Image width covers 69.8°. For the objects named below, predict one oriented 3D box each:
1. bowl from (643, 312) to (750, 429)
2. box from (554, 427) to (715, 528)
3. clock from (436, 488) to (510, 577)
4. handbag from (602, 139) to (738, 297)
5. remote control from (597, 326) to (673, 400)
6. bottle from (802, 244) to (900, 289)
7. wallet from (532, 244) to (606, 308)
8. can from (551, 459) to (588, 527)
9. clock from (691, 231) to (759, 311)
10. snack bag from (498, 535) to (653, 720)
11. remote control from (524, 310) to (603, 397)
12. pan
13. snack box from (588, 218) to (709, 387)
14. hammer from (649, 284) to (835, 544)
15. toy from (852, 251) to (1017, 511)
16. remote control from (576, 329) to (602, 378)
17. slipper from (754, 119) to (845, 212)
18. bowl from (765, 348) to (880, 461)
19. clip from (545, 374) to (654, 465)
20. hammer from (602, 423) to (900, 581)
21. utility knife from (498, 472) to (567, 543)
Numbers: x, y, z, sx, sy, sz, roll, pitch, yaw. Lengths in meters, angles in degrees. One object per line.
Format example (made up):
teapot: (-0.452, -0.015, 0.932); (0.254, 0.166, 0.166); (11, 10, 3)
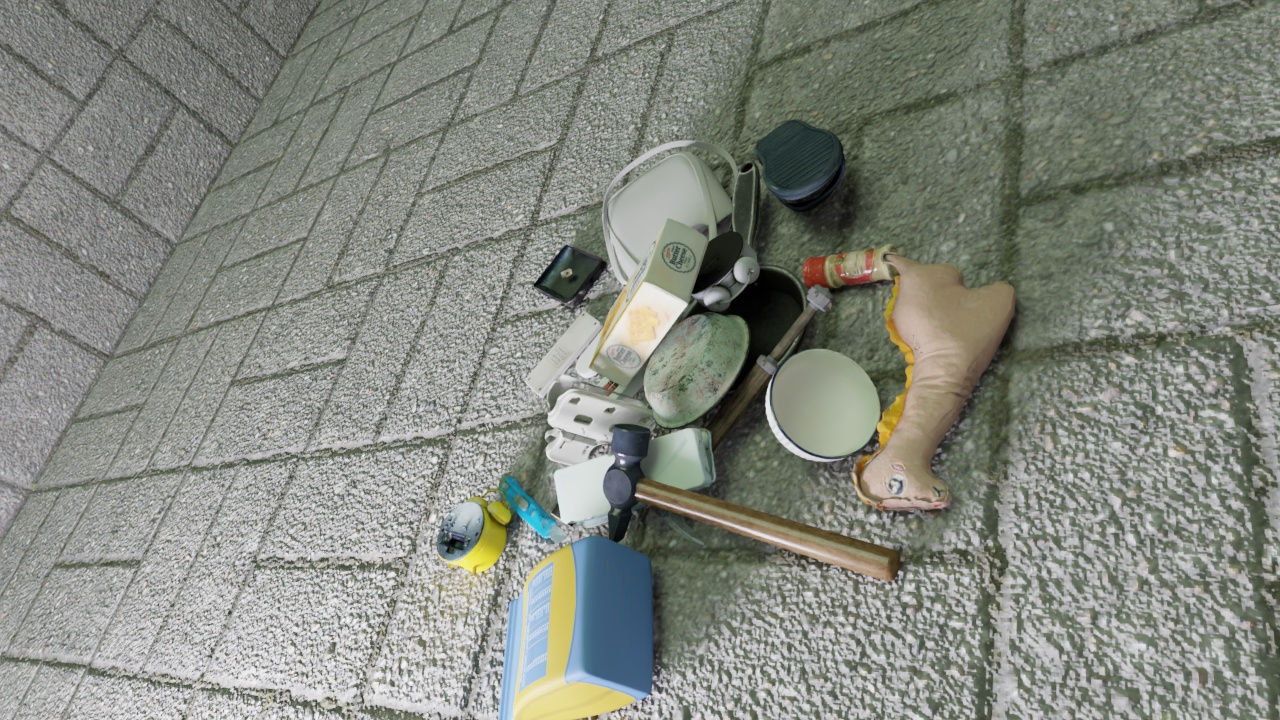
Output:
bowl: (0.056, 0.003, 1.052); (0.158, 0.038, 0.157); (-40, 28, 26)
box: (-0.008, 0.134, 1.033); (0.199, 0.066, 0.082); (-22, 47, 29)
clock: (-0.213, 0.218, 1.190); (0.083, 0.057, 0.118); (3, 61, 44)
handbag: (0.051, -0.183, 1.261); (0.216, 0.095, 0.222); (-33, 52, 17)
remote control: (-0.007, 0.007, 1.202); (0.143, 0.024, 0.049); (-48, 40, 0)
bottle: (0.243, -0.106, 1.057); (0.109, 0.044, 0.044); (-6, 55, 39)
wallet: (-0.107, -0.129, 1.398); (0.089, 0.026, 0.115); (-53, 40, -7)
can: (-0.075, 0.164, 1.131); (0.031, 0.031, 0.080); (23, 75, 48)
clock: (0.099, -0.103, 1.097); (0.094, 0.035, 0.122); (-45, 28, 10)
snack bag: (-0.086, 0.301, 0.988); (0.206, 0.102, 0.158); (-34, 40, 35)
remote control: (-0.110, -0.010, 1.317); (0.136, 0.011, 0.050); (-50, 40, -2)
pan: (0.131, -0.106, 1.146); (0.188, 0.055, 0.355); (-14, 50, 34)
snack box: (0.006, -0.064, 1.100); (0.208, 0.057, 0.104); (-54, 14, 55)
hammer: (0.111, 0.050, 1.015); (0.317, 0.028, 0.147); (-54, 48, 12)
toy: (0.266, 0.019, 0.915); (0.196, 0.065, 0.264); (27, 80, 39)
remote control: (-0.040, -0.033, 1.272); (0.136, 0.013, 0.043); (-51, 40, -4)
slipper: (0.212, -0.242, 1.175); (0.101, 0.082, 0.263); (-34, 22, 13)
bowl: (0.181, 0.053, 0.952); (0.062, 0.118, 0.117); (117, 175, -67)
clip: (-0.063, 0.067, 1.141); (0.153, 0.126, 0.096); (-38, 39, 51)
hammer: (0.100, 0.161, 0.921); (0.322, 0.040, 0.129); (12, 99, 31)
utility knife: (-0.142, 0.192, 1.183); (0.179, 0.015, 0.031); (29, 85, 48)
